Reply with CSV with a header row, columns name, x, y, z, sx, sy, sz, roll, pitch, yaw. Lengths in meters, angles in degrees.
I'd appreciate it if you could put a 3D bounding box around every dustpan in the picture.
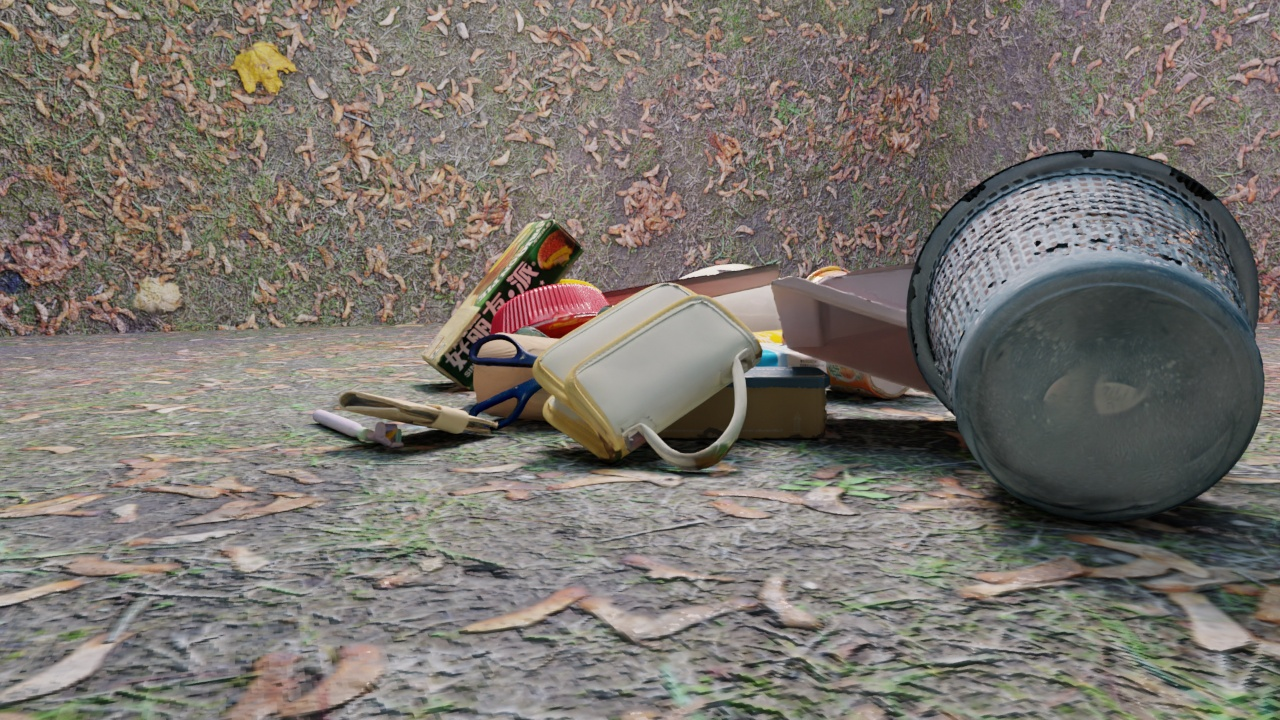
name,x,y,z,sx,sy,sz,roll,pitch,yaw
dustpan,0.253,0.005,0.789,0.274,0.138,0.222,-10,-15,13

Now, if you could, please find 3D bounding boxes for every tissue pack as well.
name,x,y,z,sx,sy,sz,roll,pitch,yaw
tissue pack,0.135,0.017,0.983,0.090,0.063,0.140,1,7,-13

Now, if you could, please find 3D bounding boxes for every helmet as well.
name,x,y,z,sx,sy,sz,roll,pitch,yaw
helmet,0.124,-0.069,1.409,0.274,0.157,0.229,2,6,26

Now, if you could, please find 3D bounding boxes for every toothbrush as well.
name,x,y,z,sx,sy,sz,roll,pitch,yaw
toothbrush,-0.262,0.058,0.831,0.021,0.029,0.189,-47,29,-25

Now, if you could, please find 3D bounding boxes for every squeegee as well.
name,x,y,z,sx,sy,sz,roll,pitch,yaw
squeegee,0.088,-0.028,1.196,0.248,0.040,0.249,-8,-29,20

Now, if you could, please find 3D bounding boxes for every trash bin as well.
name,x,y,z,sx,sy,sz,roll,pitch,yaw
trash bin,0.276,-0.006,0.571,0.227,0.227,0.194,1,19,21

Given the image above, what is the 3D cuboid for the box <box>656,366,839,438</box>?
name,x,y,z,sx,sy,sz,roll,pitch,yaw
box,0.085,0.036,0.818,0.184,0.059,0.089,-2,6,1

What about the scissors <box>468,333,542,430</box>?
name,x,y,z,sx,sy,sz,roll,pitch,yaw
scissors,-0.090,0.016,0.835,0.165,0.157,0.012,26,-8,27

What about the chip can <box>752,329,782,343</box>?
name,x,y,z,sx,sy,sz,roll,pitch,yaw
chip can,0.148,-0.003,1.149,0.072,0.072,0.212,4,7,40

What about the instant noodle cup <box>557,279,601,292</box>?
name,x,y,z,sx,sy,sz,roll,pitch,yaw
instant noodle cup,-0.096,-0.032,1.215,0.138,0.138,0.109,-1,14,-5

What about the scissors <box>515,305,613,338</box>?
name,x,y,z,sx,sy,sz,roll,pitch,yaw
scissors,-0.053,-0.007,0.922,0.180,0.019,0.170,13,-31,17

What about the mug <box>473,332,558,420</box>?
name,x,y,z,sx,sy,sz,roll,pitch,yaw
mug,-0.088,0.025,0.908,0.104,0.084,0.124,5,-19,26

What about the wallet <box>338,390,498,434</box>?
name,x,y,z,sx,sy,sz,roll,pitch,yaw
wallet,-0.187,0.048,0.791,0.087,0.024,0.115,1,-12,34

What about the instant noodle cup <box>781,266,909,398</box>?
name,x,y,z,sx,sy,sz,roll,pitch,yaw
instant noodle cup,0.253,-0.027,1.050,0.151,0.151,0.111,-5,15,-37

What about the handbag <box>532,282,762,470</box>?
name,x,y,z,sx,sy,sz,roll,pitch,yaw
handbag,0.021,0.014,0.722,0.163,0.063,0.179,-33,41,-24

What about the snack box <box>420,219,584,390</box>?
name,x,y,z,sx,sy,sz,roll,pitch,yaw
snack box,-0.183,-0.075,1.202,0.063,0.239,0.114,41,-12,-21

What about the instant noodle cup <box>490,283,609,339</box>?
name,x,y,z,sx,sy,sz,roll,pitch,yaw
instant noodle cup,-0.099,-0.029,1.048,0.193,0.065,0.194,-15,-23,-6
